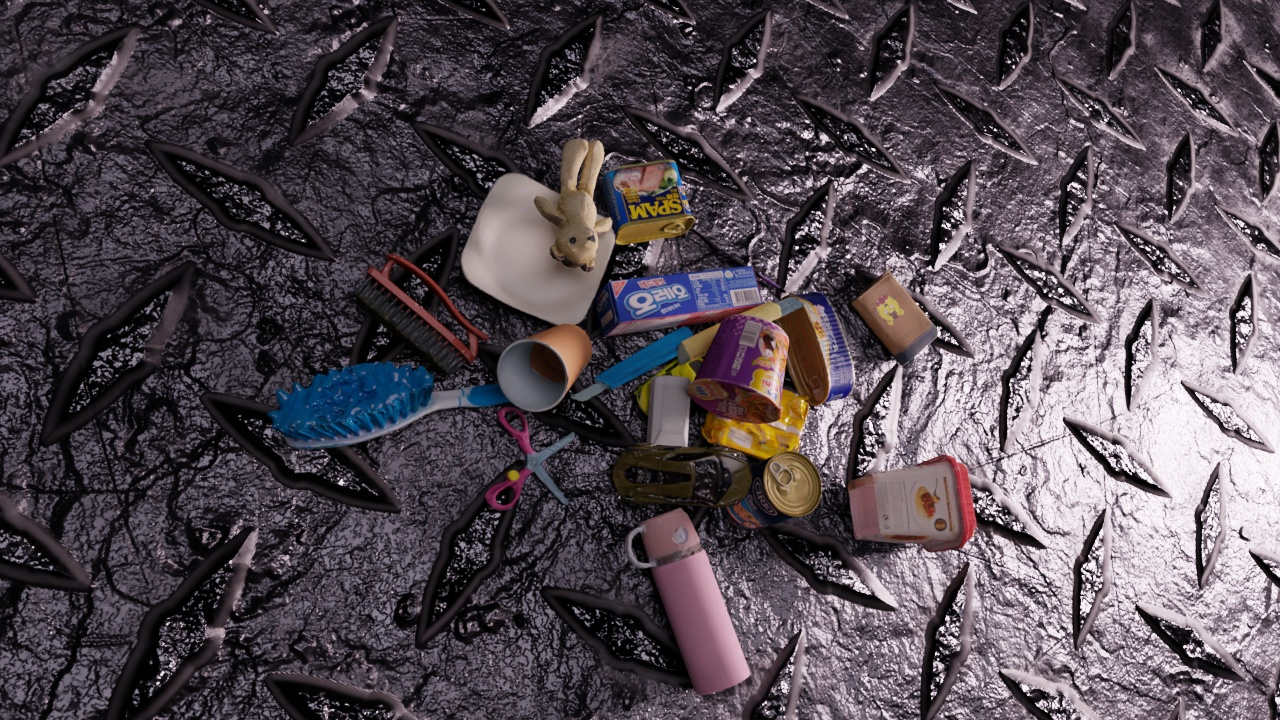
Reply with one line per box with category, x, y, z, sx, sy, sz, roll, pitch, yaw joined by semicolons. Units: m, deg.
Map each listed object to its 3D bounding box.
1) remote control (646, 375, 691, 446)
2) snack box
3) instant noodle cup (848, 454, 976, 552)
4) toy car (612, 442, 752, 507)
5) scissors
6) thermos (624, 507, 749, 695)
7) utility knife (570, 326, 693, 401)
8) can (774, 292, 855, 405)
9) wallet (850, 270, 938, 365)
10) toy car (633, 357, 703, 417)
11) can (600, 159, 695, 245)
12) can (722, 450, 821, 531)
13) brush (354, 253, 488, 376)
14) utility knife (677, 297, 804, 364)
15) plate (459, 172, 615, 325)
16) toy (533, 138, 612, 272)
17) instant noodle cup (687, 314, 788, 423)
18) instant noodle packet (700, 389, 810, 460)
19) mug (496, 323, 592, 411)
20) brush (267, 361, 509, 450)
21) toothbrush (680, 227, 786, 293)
remote control;0.033;0.080;1.080;0.049;0.024;0.125;3;93;-22
snack box;0.048;-0.074;1.133;0.207;0.058;0.057;-9;78;-26
instant noodle cup;0.337;0.183;1.156;0.124;0.116;0.116;-1;74;-11
toy car;0.048;0.130;1.041;0.158;0.042;0.070;0;92;8
scissors;-0.125;0.112;1.025;0.133;0.017;0.134;-34;89;-33
thermos;0.049;0.268;1.022;0.087;0.067;0.198;-18;83;-27
utility knife;-0.007;0.006;1.104;0.181;0.018;0.034;-28;48;-26
can;0.224;-0.016;1.184;0.049;0.075;0.148;-10;76;-30
wallet;0.356;-0.061;1.280;0.090;0.033;0.115;-38;88;-27
toy car;0.040;0.030;1.112;0.105;0.032;0.048;-36;91;-27
can;0.007;-0.199;1.150;0.102;0.057;0.083;-12;77;-16
can;0.151;0.155;1.077;0.075;0.111;0.075;8;69;-20
brush;-0.236;-0.049;0.998;0.146;0.063;0.069;41;76;-8
utility knife;0.123;-0.042;1.129;0.183;0.019;0.031;-25;79;-11
plate;-0.123;-0.127;1.088;0.164;0.034;0.163;26;65;-15
toy;-0.070;-0.184;1.072;0.105;0.066;0.157;14;75;-38
instant noodle cup;0.121;0.008;1.069;0.111;0.112;0.099;26;65;-14
instant noodle packet;0.141;0.072;1.137;0.128;0.044;0.110;23;68;-13
mug;-0.097;0.001;1.002;0.078;0.078;0.122;51;21;-2
brush;-0.223;0.037;0.970;0.314;0.110;0.060;-15;65;-19
toothbrush;0.115;-0.135;1.207;0.189;0.014;0.016;31;72;-13
